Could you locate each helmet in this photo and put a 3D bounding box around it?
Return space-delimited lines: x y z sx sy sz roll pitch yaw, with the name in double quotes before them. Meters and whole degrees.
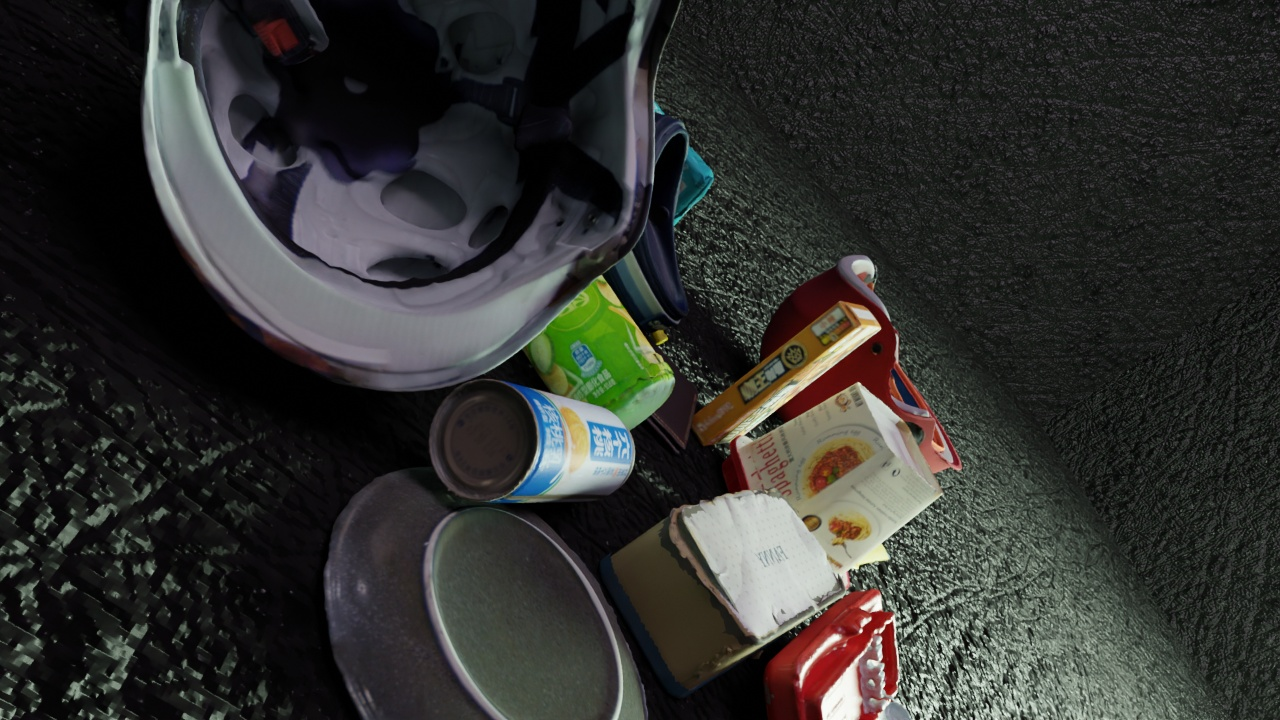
"helmet" 0.204 0.027 0.899 0.240 0.144 0.206 58 18 -21
"helmet" -0.117 -0.122 0.430 0.228 0.258 0.146 15 -1 -34

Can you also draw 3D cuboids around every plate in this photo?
"plate" -0.052 0.115 0.390 0.179 0.024 0.179 41 23 -22

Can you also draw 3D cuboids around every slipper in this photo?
"slipper" -0.008 -0.148 0.693 0.105 0.095 0.252 13 59 -74

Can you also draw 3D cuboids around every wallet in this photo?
"wallet" -0.004 0.004 0.681 0.122 0.020 0.096 46 25 -13

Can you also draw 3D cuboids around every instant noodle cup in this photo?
"instant noodle cup" 0.143 0.091 0.684 0.116 0.124 0.116 36 25 -33

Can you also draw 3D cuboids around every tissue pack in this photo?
"tissue pack" 0.005 -0.202 0.938 0.133 0.093 0.050 51 25 1

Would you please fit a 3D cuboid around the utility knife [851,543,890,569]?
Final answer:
"utility knife" 0.201 0.170 0.819 0.166 0.018 0.031 12 48 -57

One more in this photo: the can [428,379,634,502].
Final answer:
"can" -0.047 0.043 0.452 0.053 0.053 0.134 57 11 17

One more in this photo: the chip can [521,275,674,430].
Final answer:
"chip can" -0.064 -0.051 0.577 0.221 0.073 0.072 55 22 12

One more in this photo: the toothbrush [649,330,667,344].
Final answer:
"toothbrush" -0.016 -0.103 0.773 0.015 0.017 0.190 11 56 -80

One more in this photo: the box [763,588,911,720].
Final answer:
"box" 0.139 0.230 0.559 0.200 0.059 0.161 2 63 -64

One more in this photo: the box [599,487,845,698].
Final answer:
"box" 0.052 0.128 0.532 0.184 0.062 0.089 7 47 -58

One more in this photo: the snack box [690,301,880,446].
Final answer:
"snack box" 0.112 0.011 0.711 0.026 0.154 0.075 56 22 16
